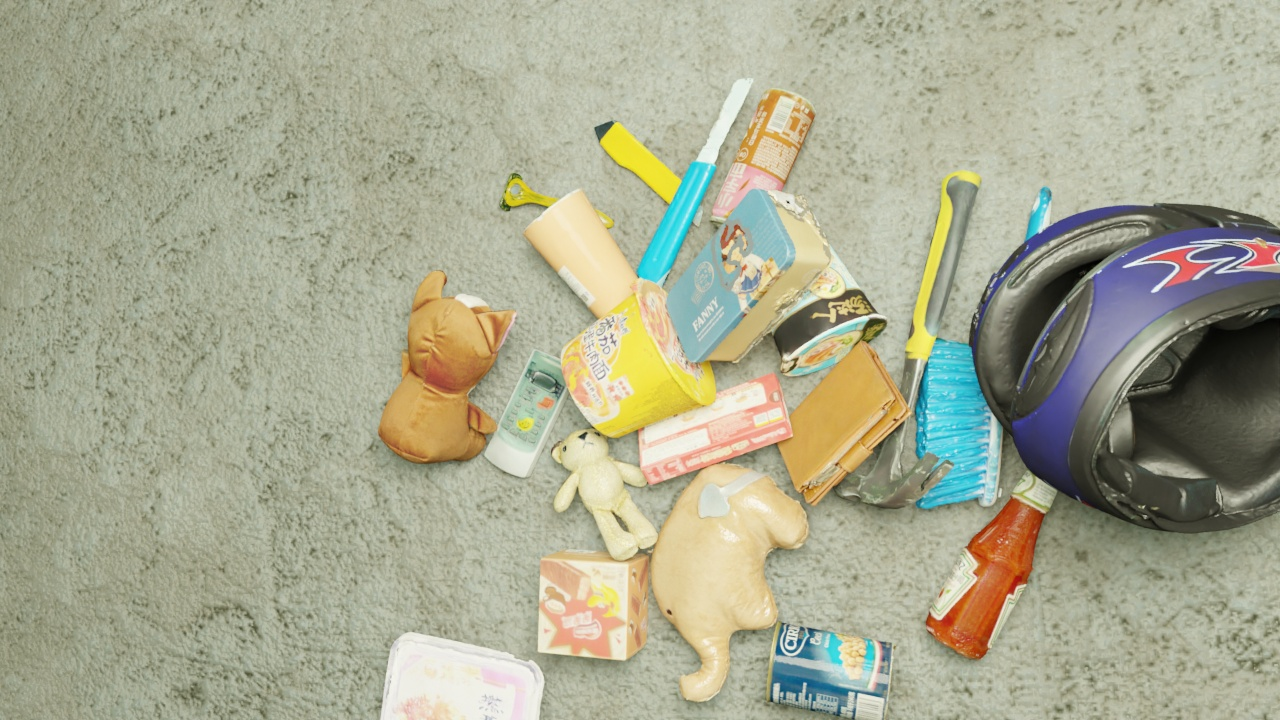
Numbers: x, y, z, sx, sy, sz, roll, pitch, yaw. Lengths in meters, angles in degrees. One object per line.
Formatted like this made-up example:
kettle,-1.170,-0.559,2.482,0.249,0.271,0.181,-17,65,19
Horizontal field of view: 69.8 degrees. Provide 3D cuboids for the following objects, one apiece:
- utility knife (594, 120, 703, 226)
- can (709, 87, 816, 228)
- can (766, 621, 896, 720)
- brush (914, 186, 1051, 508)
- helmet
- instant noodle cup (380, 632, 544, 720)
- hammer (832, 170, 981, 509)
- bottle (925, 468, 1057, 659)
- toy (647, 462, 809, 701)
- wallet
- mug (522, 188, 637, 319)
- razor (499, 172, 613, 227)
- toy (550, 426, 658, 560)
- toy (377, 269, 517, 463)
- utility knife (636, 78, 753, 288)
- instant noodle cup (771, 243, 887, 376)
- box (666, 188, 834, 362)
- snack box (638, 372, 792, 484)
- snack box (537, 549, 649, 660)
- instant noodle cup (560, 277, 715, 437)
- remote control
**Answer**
utility knife,0.010,-0.202,0.987,0.164,0.015,0.033,46,105,14
can,0.124,-0.198,0.932,0.058,0.058,0.147,25,92,16
can,0.180,0.293,0.862,0.111,0.075,0.075,7,87,16
brush,0.323,-0.014,0.866,0.109,0.060,0.314,4,84,10
helmet,0.385,-0.008,0.723,0.240,0.315,0.248,51,129,55
instant noodle cup,-0.181,0.364,0.966,0.173,0.060,0.138,7,87,15
hammer,0.262,-0.021,0.843,0.032,0.126,0.323,20,82,-22
bottle,0.333,0.172,0.840,0.060,0.059,0.206,28,93,16
toy,0.071,0.212,0.898,0.143,0.082,0.226,23,95,34
wallet,0.185,0.058,0.860,0.031,0.107,0.132,26,116,-25
mug,-0.056,-0.107,0.956,0.078,0.078,0.123,-36,93,10
razor,-0.091,-0.169,1.008,0.132,0.028,0.043,20,87,15
toy,-0.036,0.132,0.929,0.105,0.066,0.157,-22,54,-15
toy,-0.202,0.013,0.977,0.140,0.130,0.200,22,112,15
utility knife,0.057,-0.182,0.949,0.034,0.018,0.237,31,105,18
instant noodle cup,0.161,-0.063,0.889,0.111,0.111,0.120,-28,71,11
box,0.094,-0.071,0.854,0.185,0.061,0.089,-51,49,40
snack box,0.072,0.068,0.917,0.153,0.075,0.025,-21,124,13
snack box,-0.046,0.245,0.929,0.093,0.077,0.094,0,85,15
instant noodle cup,-0.005,0.005,0.917,0.110,0.138,0.138,-29,78,20
remote control,-0.119,0.058,0.997,0.056,0.019,0.135,27,92,16
